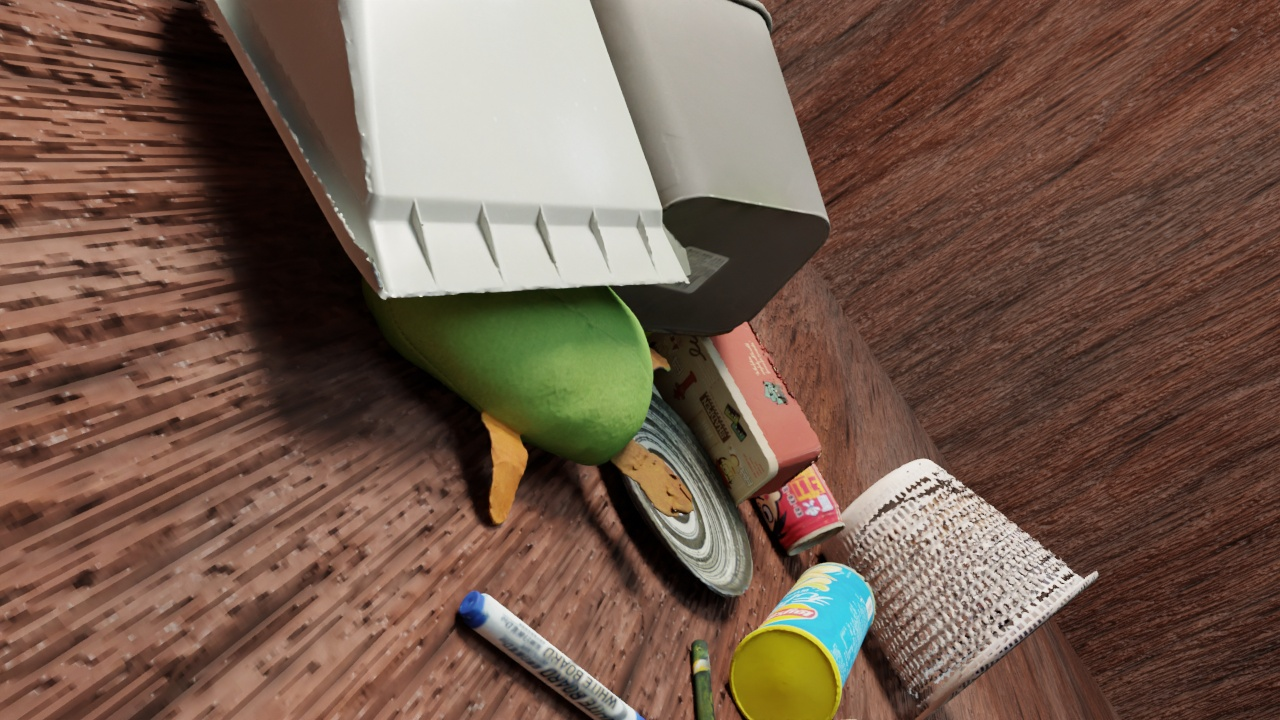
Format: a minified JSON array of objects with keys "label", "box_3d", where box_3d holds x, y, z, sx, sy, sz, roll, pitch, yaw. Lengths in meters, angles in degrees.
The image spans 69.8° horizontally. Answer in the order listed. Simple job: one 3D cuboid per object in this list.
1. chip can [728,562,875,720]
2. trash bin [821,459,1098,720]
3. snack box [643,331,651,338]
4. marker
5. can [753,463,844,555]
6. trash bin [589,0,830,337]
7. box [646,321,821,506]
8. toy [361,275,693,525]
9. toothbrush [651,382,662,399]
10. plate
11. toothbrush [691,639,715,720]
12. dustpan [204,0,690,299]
[{"label":"chip can","box_3d":[0.125,0.203,0.673,0.071,0.071,0.210,60,17,11]},{"label":"trash bin","box_3d":[0.297,0.215,0.918,0.192,0.228,0.227,51,13,27]},{"label":"snack box","box_3d":[0.027,-0.051,0.940,0.086,0.026,0.156,46,20,-28]},{"label":"marker","box_3d":[-0.031,0.153,0.434,0.146,0.017,0.016,47,20,-27]},{"label":"can","box_3d":[0.143,0.128,0.861,0.066,0.067,0.093,21,38,-61]},{"label":"trash bin","box_3d":[0.019,-0.152,0.717,0.198,0.200,0.219,4,55,-31]},{"label":"box","box_3d":[0.080,0.033,0.790,0.080,0.092,0.168,-12,65,-35]},{"label":"toy","box_3d":[-0.058,-0.008,0.532,0.246,0.090,0.226,37,39,-38]},{"label":"toothbrush","box_3d":[-0.005,0.004,0.772,0.189,0.029,0.020,60,-23,8]},{"label":"plate","box_3d":[0.024,0.095,0.677,0.179,0.024,0.179,49,20,-25]},{"label":"toothbrush","box_3d":[0.041,0.224,0.498,0.012,0.017,0.185,54,16,-26]},{"label":"dustpan","box_3d":[-0.118,-0.145,0.509,0.222,0.143,0.257,-9,84,-50]}]
